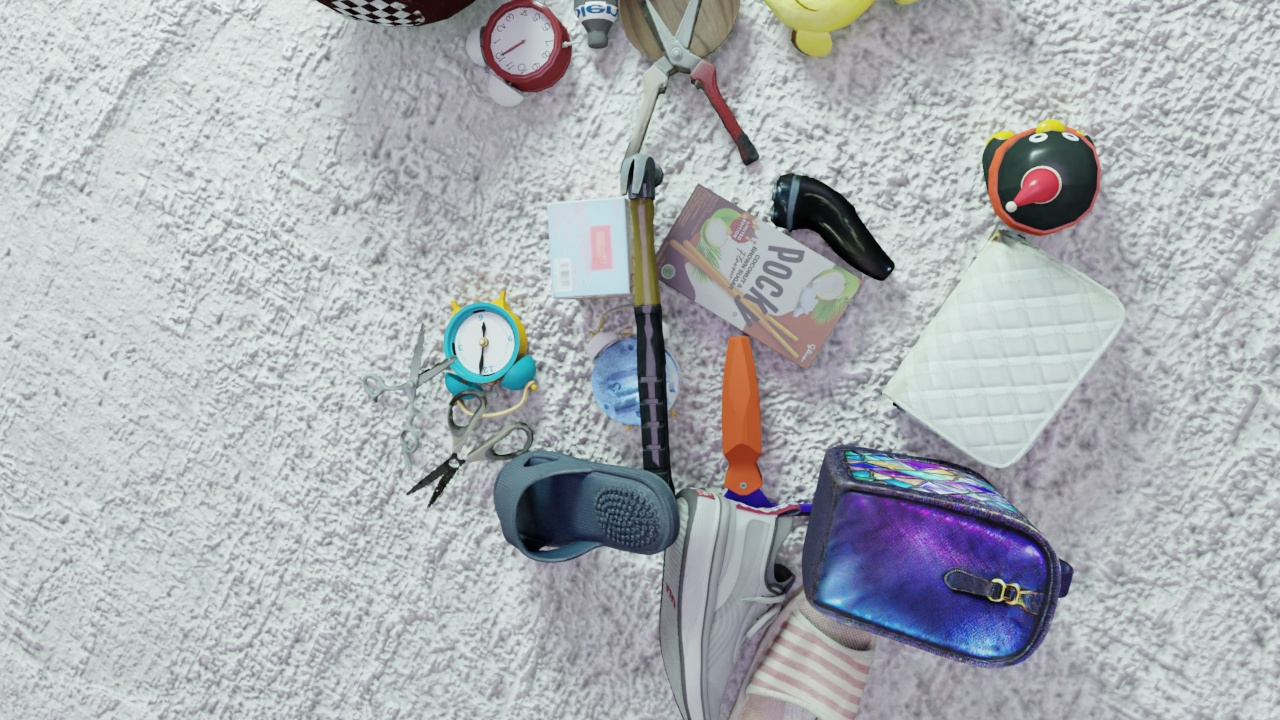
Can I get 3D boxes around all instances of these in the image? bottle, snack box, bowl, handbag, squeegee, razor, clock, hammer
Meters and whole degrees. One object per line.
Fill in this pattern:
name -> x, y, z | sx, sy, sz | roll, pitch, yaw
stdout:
bottle -> -0.043, -0.368, 0.912 | 0.047, 0.047, 0.112 | 1, 94, 11
snack box -> -0.040, -0.108, 0.903 | 0.079, 0.094, 0.093 | -3, 93, 11
bowl -> 0.040, -0.349, 0.903 | 0.119, 0.032, 0.119 | 1, 94, 11
handbag -> 0.334, -0.008, 0.850 | 0.139, 0.072, 0.195 | 37, 100, 16
squeegee -> 0.100, 0.069, 0.906 | 0.250, 0.055, 0.185 | -2, 97, 8
razor -> 0.182, -0.124, 0.881 | 0.140, 0.052, 0.064 | 44, 112, 4
clock -> -0.160, -0.005, 0.962 | 0.099, 0.043, 0.129 | -11, 85, 12
snack box -> 0.111, -0.083, 0.907 | 0.186, 0.031, 0.101 | 32, 99, 8
hammer -> 0.008, -0.024, 0.851 | 0.025, 0.117, 0.333 | -3, 93, 11
clock -> -0.005, 0.005, 0.926 | 0.089, 0.052, 0.125 | -15, 91, 12
clock -> -0.124, -0.313, 0.932 | 0.125, 0.044, 0.087 | -29, 88, 10
handbag -> 0.261, 0.165, 0.803 | 0.222, 0.204, 0.125 | 13, 97, 8

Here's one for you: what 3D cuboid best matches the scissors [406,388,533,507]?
scissors -> -0.191, 0.093, 0.966 | 0.163, 0.012, 0.154 | -9, 119, 9

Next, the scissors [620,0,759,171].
scissors -> 0.032, -0.256, 0.898 | 0.180, 0.015, 0.199 | -36, 104, 22

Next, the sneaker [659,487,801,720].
sneaker -> 0.089, 0.251, 0.912 | 0.128, 0.096, 0.263 | 1, 104, -12

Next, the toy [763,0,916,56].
toy -> 0.205, -0.377, 0.844 | 0.214, 0.084, 0.149 | -20, 83, 13

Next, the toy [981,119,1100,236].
toy -> 0.358, -0.161, 0.810 | 0.097, 0.119, 0.100 | 1, 97, 11

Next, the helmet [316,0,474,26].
helmet -> -0.240, -0.436, 0.839 | 0.234, 0.253, 0.233 | -6, 87, 36

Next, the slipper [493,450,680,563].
slipper -> -0.079, 0.143, 0.876 | 0.264, 0.082, 0.101 | -5, 97, 46

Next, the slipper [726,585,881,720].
slipper -> 0.155, 0.340, 0.917 | 0.115, 0.052, 0.263 | 29, 99, 9

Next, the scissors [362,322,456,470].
scissors -> -0.241, 0.041, 0.977 | 0.142, 0.014, 0.165 | -3, 102, 31
